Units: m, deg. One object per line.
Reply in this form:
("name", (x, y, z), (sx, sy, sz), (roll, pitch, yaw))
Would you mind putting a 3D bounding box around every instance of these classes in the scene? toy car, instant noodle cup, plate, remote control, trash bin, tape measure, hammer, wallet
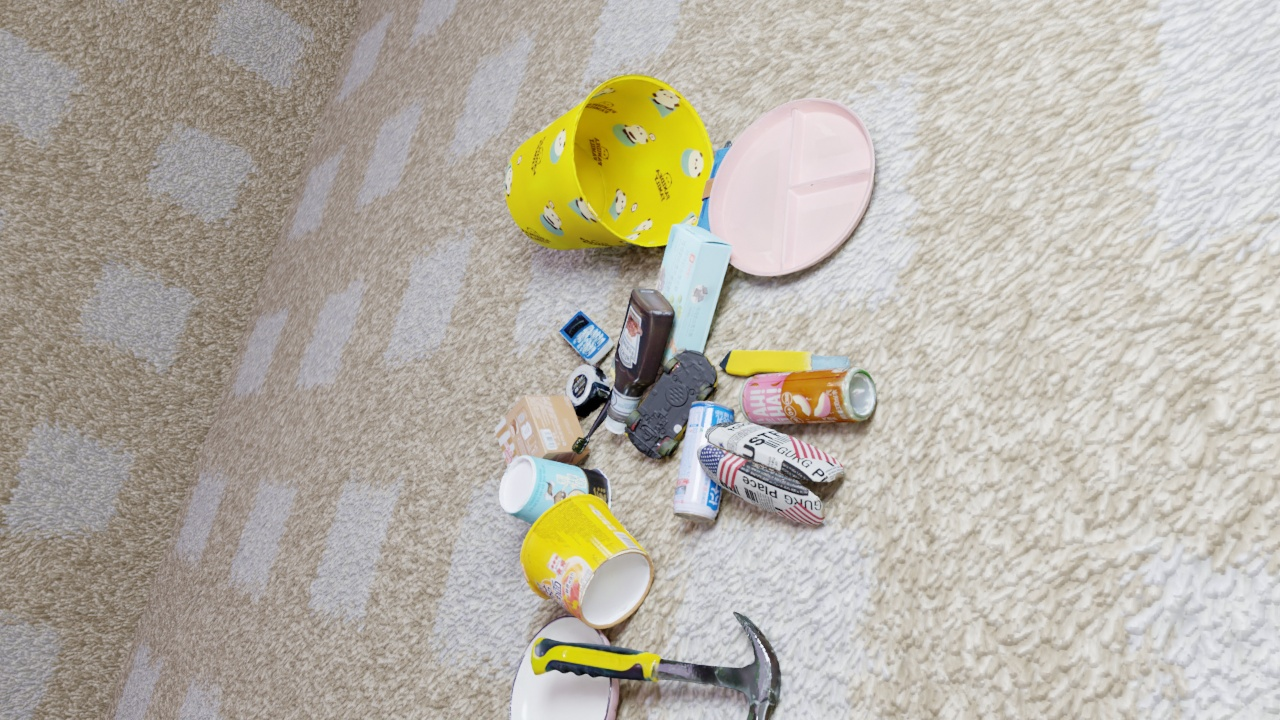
("toy car", (0.041, 0.055, 1.142), (0.071, 0.041, 0.156), (38, 108, 15))
("instant noodle cup", (-0.058, 0.246, 1.100), (0.110, 0.138, 0.138), (32, 95, 45))
("instant noodle cup", (-0.118, 0.180, 1.212), (0.111, 0.120, 0.111), (-27, 51, 39))
("plate", (-0.087, 0.408, 1.110), (0.193, 0.039, 0.192), (-28, 50, 38))
("remote control", (-0.081, -0.034, 1.365), (0.049, 0.024, 0.125), (-45, 36, -1))
("trash bin", (-0.061, -0.264, 1.328), (0.256, 0.229, 0.229), (-2, 68, 56))
("plate", (0.183, -0.208, 1.118), (0.230, 0.028, 0.229), (-15, 66, 37))
("tape measure", (-0.076, 0.040, 1.315), (0.066, 0.033, 0.066), (-35, 48, 32))
("hammer", (0.006, 0.332, 1.003), (0.324, 0.032, 0.126), (-7, 61, 37))
("wallet", (0.129, -0.226, 1.217), (0.107, 0.040, 0.133), (1, 71, 46))

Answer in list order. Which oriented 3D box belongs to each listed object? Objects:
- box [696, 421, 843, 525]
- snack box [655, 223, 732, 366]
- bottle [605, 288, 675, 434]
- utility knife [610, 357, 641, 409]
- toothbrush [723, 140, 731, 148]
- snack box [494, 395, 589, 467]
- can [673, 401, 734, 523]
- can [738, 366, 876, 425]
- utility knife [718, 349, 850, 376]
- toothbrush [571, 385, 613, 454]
("box", (0.132, 0.123, 0.980), (0.163, 0.076, 0.088), (22, 110, 38))
("snack box", (0.057, -0.080, 1.164), (0.074, 0.051, 0.175), (44, 125, 53))
("bottle", (-0.007, 0.007, 1.175), (0.080, 0.044, 0.195), (55, 137, 50))
("utility knife", (-0.013, 0.048, 1.253), (0.031, 0.018, 0.167), (-54, 42, 23))
("toothbrush", (0.101, -0.226, 1.269), (0.016, 0.018, 0.180), (-5, 65, 53))
("snack box", (-0.139, 0.111, 1.286), (0.095, 0.077, 0.092), (-44, 58, 38))
("can", (0.074, 0.118, 1.069), (0.053, 0.053, 0.134), (-9, 63, 48))
("can", (0.177, 0.039, 0.984), (0.148, 0.058, 0.057), (-7, 65, 49))
("utility knife", (0.164, 0.005, 1.054), (0.209, 0.015, 0.033), (3, 71, 54))
("toothbrush", (-0.026, 0.038, 1.237), (0.026, 0.027, 0.212), (36, 91, 40))
